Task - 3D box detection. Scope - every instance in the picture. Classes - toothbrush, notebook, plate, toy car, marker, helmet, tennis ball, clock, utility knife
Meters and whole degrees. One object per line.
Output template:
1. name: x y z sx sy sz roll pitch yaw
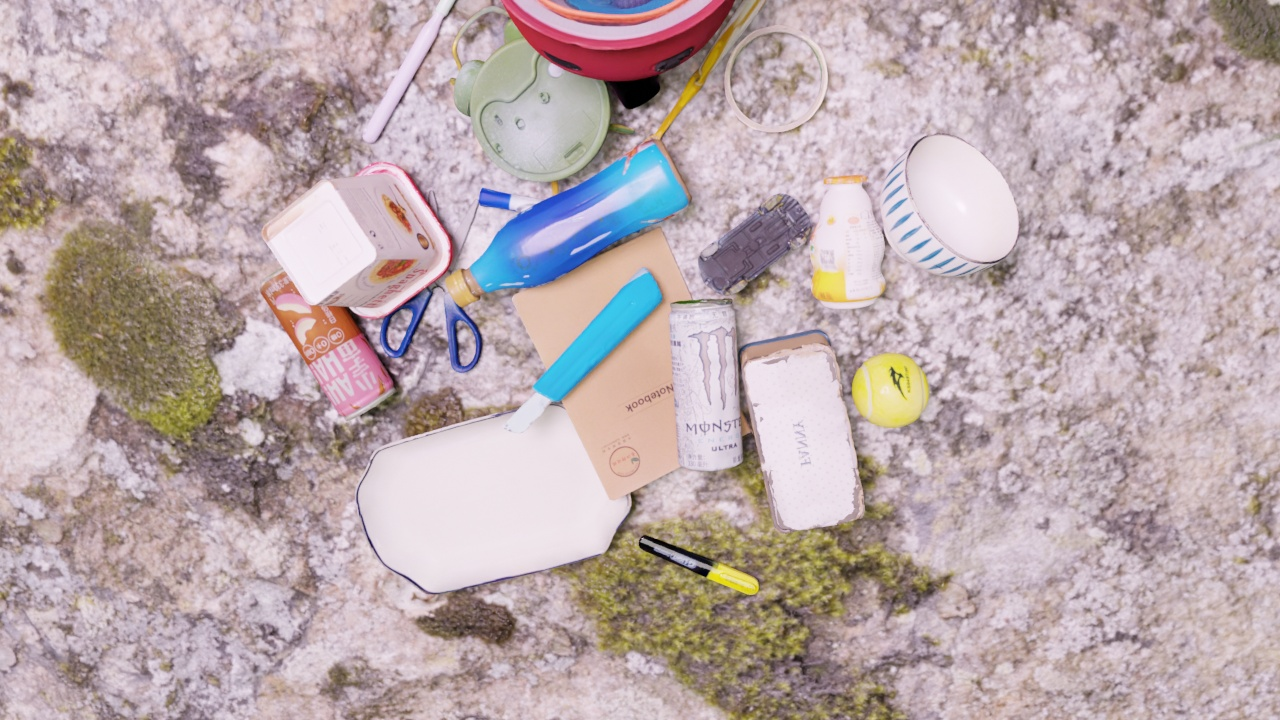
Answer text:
1. toothbrush: -0.193 -0.270 0.790 0.021 0.029 0.189 20 111 -39
2. notebook: -0.005 0.005 0.826 0.147 0.008 0.208 -26 100 -6
3. plate: -0.140 0.129 0.878 0.266 0.034 0.162 -16 101 10
4. toothbrush: 0.051 -0.241 0.772 0.016 0.018 0.192 36 105 -6
5. toy car: 0.097 -0.100 0.797 0.106 0.031 0.049 -37 97 12
6. marker: 0.056 0.197 0.886 0.124 0.015 0.018 22 102 1
7. marker: -0.071 -0.132 0.814 0.146 0.016 0.017 11 105 3
8. helmet: -0.014 -0.300 0.682 0.207 0.144 0.239 -1 75 4
9. tennis ball: 0.217 0.026 0.799 0.065 0.065 0.065 1 104 5
10. clock: -0.091 -0.223 0.772 0.116 0.056 0.161 -39 98 13
11. utility knife: -0.051 -0.004 0.802 0.034 0.018 0.187 44 88 -1

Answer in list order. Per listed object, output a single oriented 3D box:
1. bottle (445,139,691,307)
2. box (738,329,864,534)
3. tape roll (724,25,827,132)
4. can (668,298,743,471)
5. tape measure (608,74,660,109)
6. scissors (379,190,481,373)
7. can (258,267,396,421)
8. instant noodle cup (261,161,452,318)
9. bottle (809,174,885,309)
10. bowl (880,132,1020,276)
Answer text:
1. bottle: -0.065 -0.109 0.774 0.219 0.065 0.065 -27 100 8
2. box: 0.142 0.058 0.820 0.090 0.061 0.184 -10 101 7
3. tape roll: 0.113 -0.235 0.770 0.086 0.013 0.086 2 105 6
4. can: 0.057 0.020 0.803 0.058 0.058 0.147 -3 97 6
5. tape measure: -0.008 -0.240 0.758 0.039 0.058 0.057 -29 57 8
6. scissors: -0.191 -0.065 0.846 0.161 0.012 0.163 -24 99 11
7. can: -0.286 -0.020 0.843 0.058 0.057 0.147 -28 100 12
8. instant noodle cup: -0.241 -0.100 0.778 0.116 0.124 0.116 -33 91 14
9. bottle: 0.174 -0.100 0.772 0.063 0.063 0.108 -3 104 6
10. bowl: 0.242 -0.118 0.749 0.116 0.116 0.066 43 148 -6
